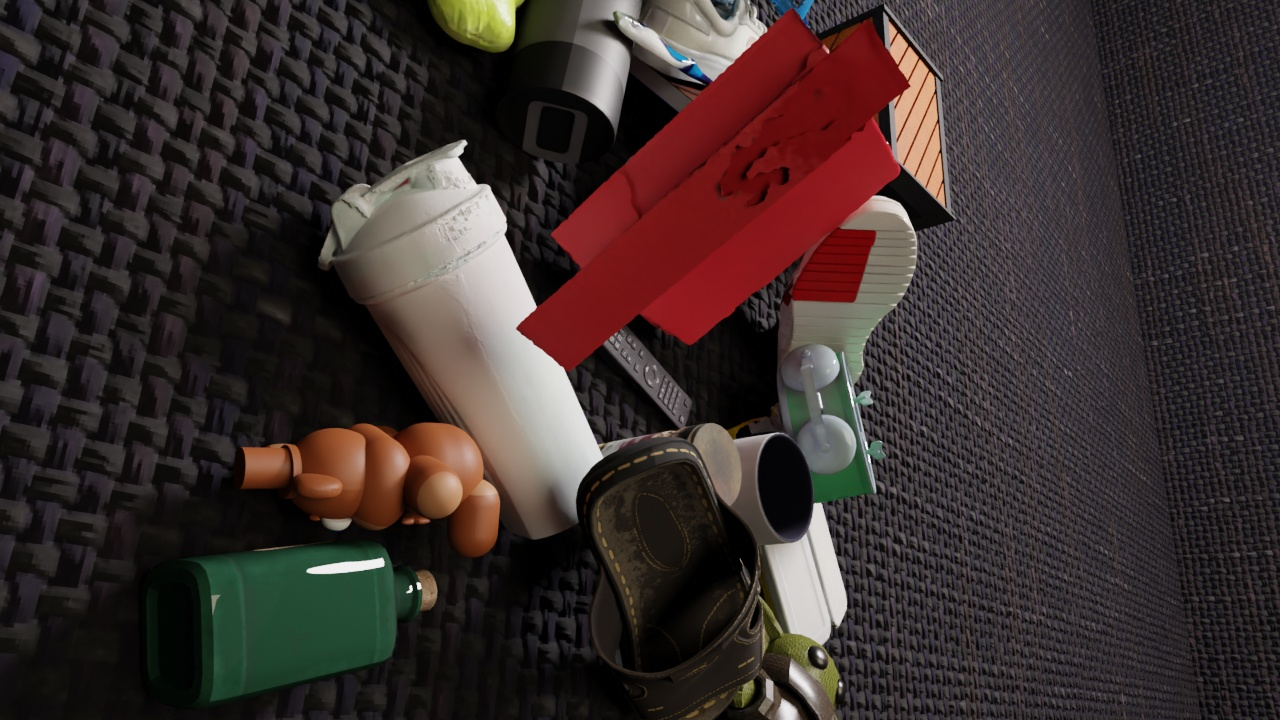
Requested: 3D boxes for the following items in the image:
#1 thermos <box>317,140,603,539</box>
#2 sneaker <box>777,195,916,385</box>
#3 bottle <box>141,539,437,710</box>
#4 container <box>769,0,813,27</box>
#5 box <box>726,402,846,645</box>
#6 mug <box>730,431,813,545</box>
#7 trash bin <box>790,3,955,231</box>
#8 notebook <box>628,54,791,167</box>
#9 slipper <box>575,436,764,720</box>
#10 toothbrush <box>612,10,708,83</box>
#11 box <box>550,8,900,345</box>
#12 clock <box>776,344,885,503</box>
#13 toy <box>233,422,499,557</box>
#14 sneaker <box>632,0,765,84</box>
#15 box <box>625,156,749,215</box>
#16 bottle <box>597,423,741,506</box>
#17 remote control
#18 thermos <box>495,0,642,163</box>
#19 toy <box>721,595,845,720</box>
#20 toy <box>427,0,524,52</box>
[{"bbox_3d":[-0.094,-0.004,0.522,0.099,0.100,0.220,-47,120,-47],"label":"thermos"},{"bbox_3d":[0.168,-0.072,0.797,0.237,0.090,0.104,93,-1,-54],"label":"sneaker"},{"bbox_3d":[-0.153,0.117,0.430,0.131,0.061,0.061,4,78,-51],"label":"bottle"},{"bbox_3d":[0.011,-0.432,0.678,0.362,0.089,0.256,32,27,-37],"label":"container"},{"bbox_3d":[0.135,0.146,0.815,0.129,0.036,0.209,-20,94,-55],"label":"box"},{"bbox_3d":[0.074,0.091,0.694,0.078,0.097,0.111,61,40,-18],"label":"mug"},{"bbox_3d":[0.221,-0.228,0.940,0.139,0.140,0.171,24,61,-46],"label":"trash bin"},{"bbox_3d":[0.092,-0.203,0.788,0.208,0.022,0.171,-1,40,-51],"label":"notebook"},{"bbox_3d":[0.026,0.156,0.557,0.075,0.113,0.268,-121,-167,-49],"label":"slipper"},{"bbox_3d":[0.036,-0.223,0.684,0.188,0.017,0.016,7,63,-56],"label":"toothbrush"},{"bbox_3d":[0.069,-0.115,0.654,0.153,0.215,0.164,47,13,-12],"label":"box"},{"bbox_3d":[0.156,0.050,0.760,0.161,0.075,0.121,50,30,-62],"label":"clock"},{"bbox_3d":[-0.135,0.063,0.459,0.127,0.095,0.065,5,99,-38],"label":"toy"},{"bbox_3d":[0.076,-0.282,0.783,0.089,0.091,0.241,39,24,18],"label":"sneaker"},{"bbox_3d":[0.058,-0.151,0.769,0.186,0.083,0.042,1,75,-50],"label":"box"},{"bbox_3d":[0.008,0.077,0.609,0.056,0.105,0.056,19,64,-47],"label":"bottle"},{"bbox_3d":[-0.004,0.004,0.690,0.136,0.015,0.032,49,46,-34],"label":"remote control"},{"bbox_3d":[-0.041,-0.260,0.670,0.082,0.082,0.240,35,54,-41],"label":"thermos"},{"bbox_3d":[0.107,0.276,0.693,0.179,0.078,0.152,59,38,-17],"label":"toy"},{"bbox_3d":[-0.124,-0.258,0.597,0.115,0.046,0.092,31,55,-34],"label":"toy"}]
